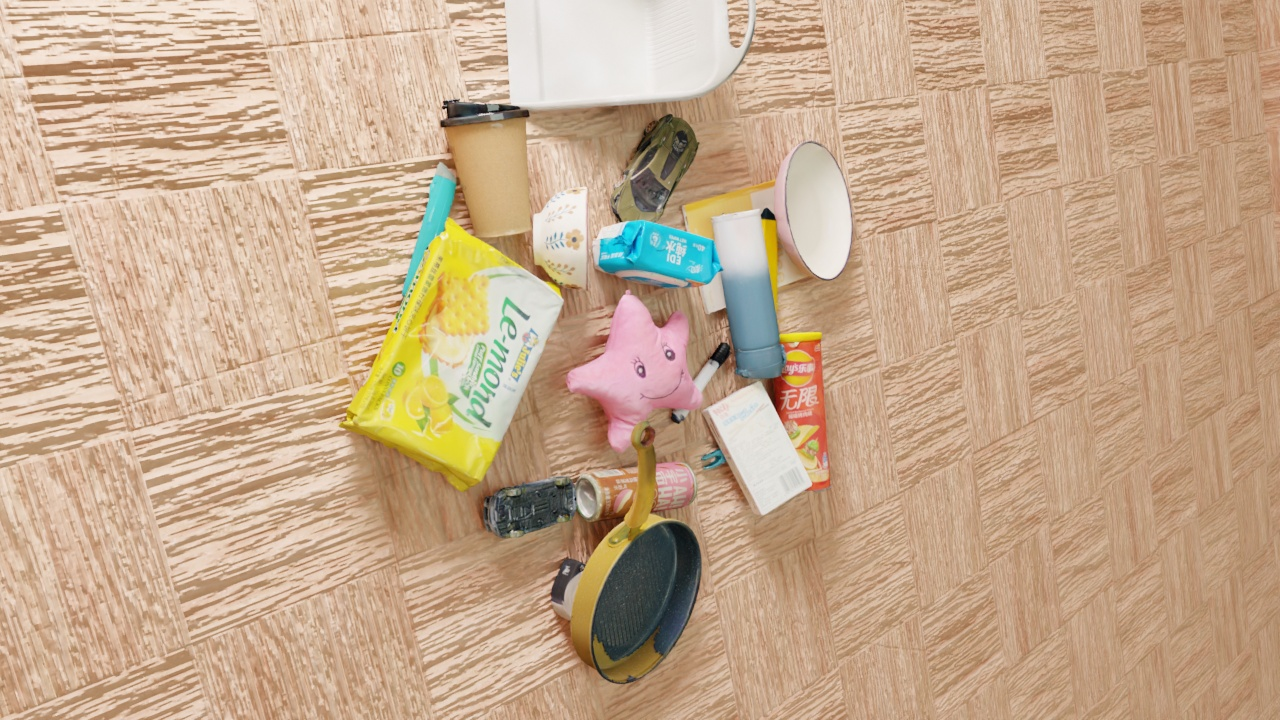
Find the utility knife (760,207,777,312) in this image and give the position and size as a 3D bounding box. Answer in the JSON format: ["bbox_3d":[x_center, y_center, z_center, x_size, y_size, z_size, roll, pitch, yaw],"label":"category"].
[{"bbox_3d":[0.170,-0.118,1.235,0.033,0.015,0.173,-1,91,-38],"label":"utility knife"}]

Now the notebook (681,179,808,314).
[{"bbox_3d":[0.147,-0.159,1.235,0.205,0.010,0.146,-21,104,-35],"label":"notebook"}]

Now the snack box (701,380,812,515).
[{"bbox_3d":[0.153,0.114,1.196,0.084,0.027,0.157,-28,92,-18],"label":"snack box"}]

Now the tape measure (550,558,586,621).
[{"bbox_3d":[-0.069,0.270,1.061,0.065,0.034,0.066,32,71,-31],"label":"tape measure"}]

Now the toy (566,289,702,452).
[{"bbox_3d":[-0.006,0.006,1.080,0.194,0.075,0.178,-24,108,-37],"label":"toy"}]

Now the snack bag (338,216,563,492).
[{"bbox_3d":[-0.191,-0.006,0.941,0.158,0.068,0.246,31,76,-33],"label":"snack bag"}]

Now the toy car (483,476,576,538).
[{"bbox_3d":[-0.121,0.162,1.022,0.120,0.037,0.054,-7,93,-47],"label":"toy car"}]

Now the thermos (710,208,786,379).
[{"bbox_3d":[0.141,-0.083,1.185,0.070,0.070,0.220,-18,102,-35],"label":"thermos"}]

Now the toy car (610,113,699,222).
[{"bbox_3d":[0.019,-0.229,1.123,0.070,0.042,0.158,38,71,-30],"label":"toy car"}]

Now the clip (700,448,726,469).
[{"bbox_3d":[0.102,0.127,1.201,0.056,0.014,0.046,-18,100,-33],"label":"clip"}]

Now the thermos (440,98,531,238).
[{"bbox_3d":[-0.156,-0.204,0.967,0.092,0.093,0.143,-18,109,-35],"label":"thermos"}]

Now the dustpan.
[{"bbox_3d":[-0.007,-0.399,1.041,0.257,0.143,0.222,-5,93,-38],"label":"dustpan"}]

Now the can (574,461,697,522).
[{"bbox_3d":[-0.005,0.155,1.093,0.147,0.058,0.058,-2,91,-37],"label":"can"}]

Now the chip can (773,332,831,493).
[{"bbox_3d":[0.219,0.070,1.252,0.073,0.073,0.216,-9,95,-36],"label":"chip can"}]

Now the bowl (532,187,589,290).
[{"bbox_3d":[-0.087,-0.133,1.014,0.062,0.113,0.113,-1,91,-2],"label":"bowl"}]

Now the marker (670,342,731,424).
[{"bbox_3d":[0.079,0.029,1.180,0.022,0.018,0.130,42,65,-14],"label":"marker"}]

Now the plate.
[{"bbox_3d":[0.233,-0.203,1.265,0.192,0.039,0.192,7,81,-50],"label":"plate"}]

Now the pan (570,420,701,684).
[{"bbox_3d":[0.001,0.210,1.021,0.197,0.078,0.358,-35,128,-39],"label":"pan"}]

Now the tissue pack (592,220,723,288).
[{"bbox_3d":[0.019,-0.122,1.090,0.139,0.090,0.063,11,85,-36],"label":"tissue pack"}]

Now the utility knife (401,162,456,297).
[{"bbox_3d":[-0.222,-0.128,0.960,0.029,0.013,0.160,19,81,-33],"label":"utility knife"}]
